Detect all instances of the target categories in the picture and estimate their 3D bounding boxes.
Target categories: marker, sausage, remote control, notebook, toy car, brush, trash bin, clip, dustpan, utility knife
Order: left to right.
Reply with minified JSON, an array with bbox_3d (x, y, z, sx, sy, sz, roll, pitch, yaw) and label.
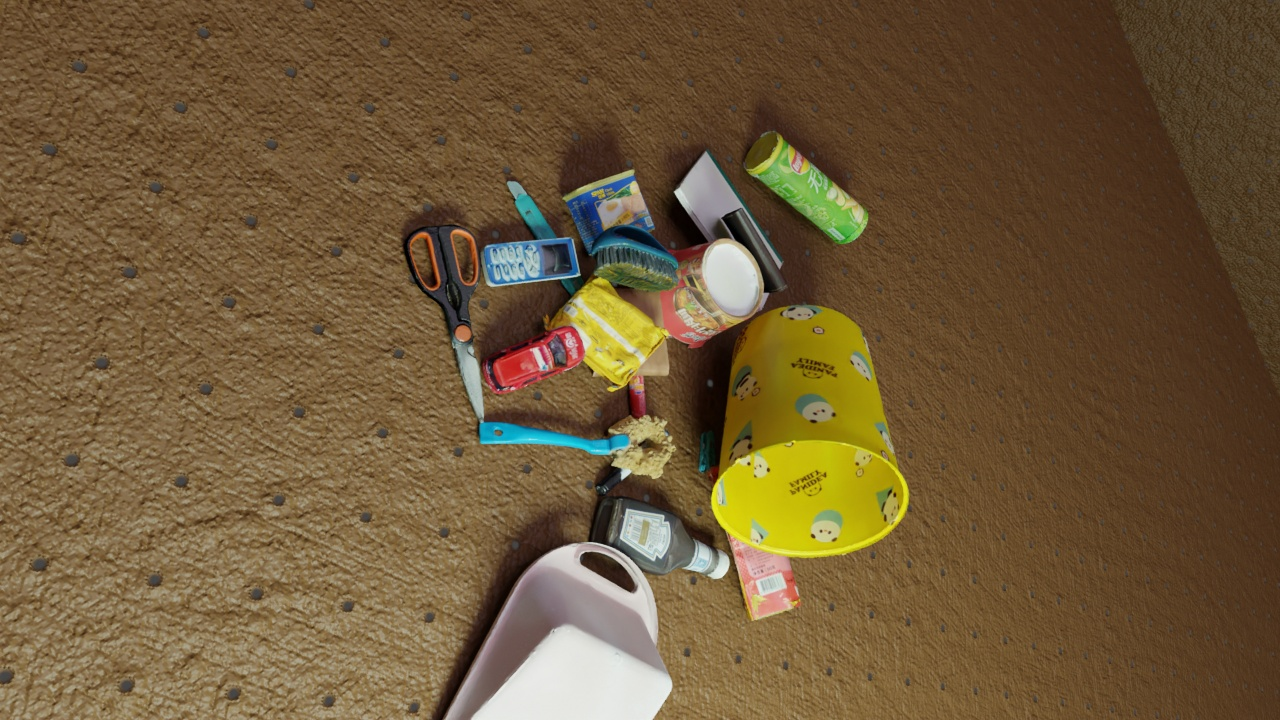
[{"bbox_3d":[-0.130,-0.118,1.094,0.124,0.024,0.049,-10,89,-32],"label":"remote control"},{"bbox_3d":[-0.119,-0.001,1.048,0.120,0.045,0.053,-24,96,-18],"label":"toy car"},{"bbox_3d":[-0.114,-0.147,1.128,0.029,0.013,0.171,-40,104,-34],"label":"utility knife"},{"bbox_3d":[-0.086,0.349,1.010,0.222,0.139,0.273,39,93,-28],"label":"dustpan"},{"bbox_3d":[-0.068,0.094,1.080,0.254,0.046,0.083,8,60,-29],"label":"brush"},{"bbox_3d":[-0.007,0.125,1.140,0.130,0.023,0.018,-39,97,-36],"label":"marker"},{"bbox_3d":[-0.007,0.007,1.172,0.020,0.020,0.155,4,76,-38],"label":"sausage"},{"bbox_3d":[-0.006,-0.129,1.123,0.143,0.055,0.073,12,65,-50],"label":"brush"},{"bbox_3d":[0.088,0.121,1.219,0.014,0.046,0.057,17,67,-33],"label":"clip"},{"bbox_3d":[0.132,-0.189,1.308,0.209,0.012,0.150,53,36,-17],"label":"notebook"},{"bbox_3d":[0.207,0.080,1.167,0.229,0.230,0.254,35,39,-27],"label":"trash bin"}]

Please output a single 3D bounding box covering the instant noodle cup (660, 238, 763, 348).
[{"bbox_3d":[0.088,-0.096,1.214,0.137,0.109,0.137,11,72,-36],"label":"instant noodle cup"}]

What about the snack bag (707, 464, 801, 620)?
[{"bbox_3d":[0.153,0.232,1.217,0.128,0.073,0.207,-4,76,-47],"label":"snack bag"}]

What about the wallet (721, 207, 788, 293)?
[{"bbox_3d":[0.152,-0.147,1.237,0.020,0.096,0.122,-32,98,-7],"label":"wallet"}]

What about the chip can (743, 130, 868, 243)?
[{"bbox_3d":[0.259,-0.261,1.414,0.221,0.073,0.072,32,61,-29],"label":"chip can"}]

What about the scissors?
[{"bbox_3d":[-0.217,-0.039,1.021,0.124,0.022,0.234,9,78,-27],"label":"scissors"}]

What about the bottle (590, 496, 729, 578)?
[{"bbox_3d":[0.029,0.227,1.130,0.194,0.044,0.079,27,67,-32],"label":"bottle"}]

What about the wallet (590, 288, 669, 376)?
[{"bbox_3d":[-0.017,-0.036,1.157,0.101,0.020,0.115,0,75,-19],"label":"wallet"}]

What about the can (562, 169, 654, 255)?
[{"bbox_3d":[-0.039,-0.188,1.171,0.101,0.057,0.083,-28,99,-39],"label":"can"}]

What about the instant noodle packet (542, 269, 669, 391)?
[{"bbox_3d":[-0.044,-0.037,1.114,0.128,0.044,0.110,42,65,-2],"label":"instant noodle packet"}]
